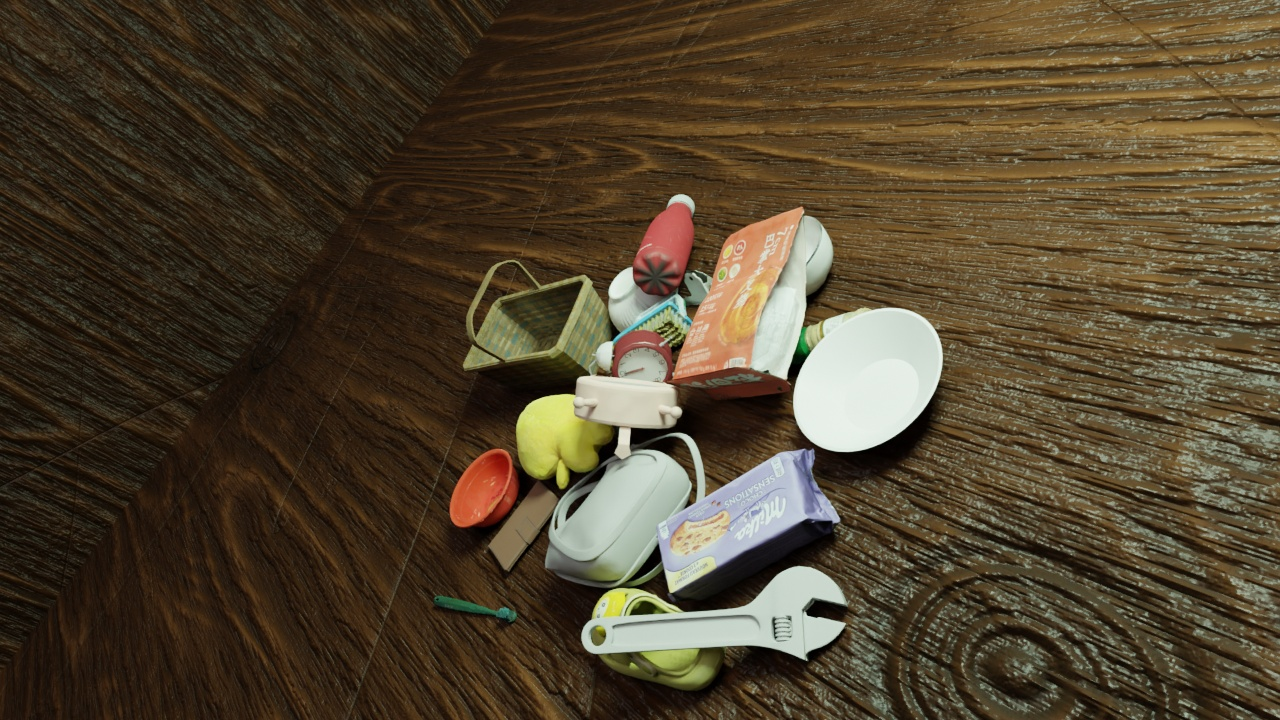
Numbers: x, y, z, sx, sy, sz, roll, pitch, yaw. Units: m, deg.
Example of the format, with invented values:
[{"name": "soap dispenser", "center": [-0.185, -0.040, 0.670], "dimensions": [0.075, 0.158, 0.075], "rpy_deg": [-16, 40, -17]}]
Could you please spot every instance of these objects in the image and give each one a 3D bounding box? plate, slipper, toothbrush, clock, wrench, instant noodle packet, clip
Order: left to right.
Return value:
[{"name": "toothbrush", "center": [-0.232, 0.340, 1.262], "dimensions": [0.190, 0.017, 0.016], "rpy_deg": [-6, 52, 46]}, {"name": "clock", "center": [-0.018, 0.062, 1.164], "dimensions": [0.160, 0.131, 0.086], "rpy_deg": [-96, 12, -80]}, {"name": "clock", "center": [-0.008, 0.008, 1.252], "dimensions": [0.124, 0.087, 0.044], "rpy_deg": [-17, 26, 7]}, {"name": "slipper", "center": [0.004, 0.292, 0.977], "dimensions": [0.191, 0.081, 0.091], "rpy_deg": [4, 63, 48]}, {"name": "clip", "center": [0.088, -0.102, 1.303], "dimensions": [0.102, 0.053, 0.057], "rpy_deg": [0, 94, 50]}, {"name": "wrench", "center": [0.067, 0.256, 0.913], "dimensions": [0.274, 0.018, 0.086], "rpy_deg": [-9, 65, 20]}, {"name": "instant noodle packet", "center": [0.125, -0.072, 1.118], "dimensions": [0.165, 0.084, 0.220], "rpy_deg": [-14, 60, 60]}, {"name": "plate", "center": [0.249, 0.027, 0.983], "dimensions": [0.174, 0.036, 0.173], "rpy_deg": [-29, 42, 29]}]

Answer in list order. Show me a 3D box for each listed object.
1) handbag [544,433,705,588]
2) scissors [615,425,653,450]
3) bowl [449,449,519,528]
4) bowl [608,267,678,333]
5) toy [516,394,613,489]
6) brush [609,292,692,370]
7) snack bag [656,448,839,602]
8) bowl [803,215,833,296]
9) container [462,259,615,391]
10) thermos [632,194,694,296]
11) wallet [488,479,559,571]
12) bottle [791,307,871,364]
[{"name": "handbag", "center": [-0.034, 0.182, 1.145], "dimensions": [0.215, 0.095, 0.223], "rpy_deg": [-50, 22, -20]}, {"name": "scissors", "center": [-0.023, 0.077, 1.276], "dimensions": [0.131, 0.019, 0.149], "rpy_deg": [-12, 49, 42]}, {"name": "bowl", "center": [-0.223, 0.198, 1.366], "dimensions": [0.131, 0.045, 0.130], "rpy_deg": [-31, 38, 27]}, {"name": "bowl", "center": [-0.007, -0.099, 1.391], "dimensions": [0.118, 0.062, 0.117], "rpy_deg": [-31, 37, 27]}, {"name": "toy", "center": [-0.107, 0.107, 1.278], "dimensions": [0.208, 0.092, 0.133], "rpy_deg": [13, 65, 51]}, {"name": "brush", "center": [0.007, -0.037, 1.319], "dimensions": [0.136, 0.055, 0.075], "rpy_deg": [-33, 34, 24]}, {"name": "snack bag", "center": [0.111, 0.181, 0.981], "dimensions": [0.206, 0.058, 0.096], "rpy_deg": [-33, 39, 20]}, {"name": "bowl", "center": [0.198, -0.122, 1.171], "dimensions": [0.114, 0.063, 0.113], "rpy_deg": [-31, 38, 27]}, {"name": "container", "center": [-0.182, -0.056, 1.441], "dimensions": [0.251, 0.186, 0.157], "rpy_deg": [-9, 51, 45]}, {"name": "thermos", "center": [0.044, -0.185, 1.383], "dimensions": [0.073, 0.073, 0.239], "rpy_deg": [-29, 24, 29]}, {"name": "wallet", "center": [-0.164, 0.231, 1.293], "dimensions": [0.121, 0.013, 0.087], "rpy_deg": [-53, 28, -4]}, {"name": "bottle", "center": [0.221, -0.029, 1.072], "dimensions": [0.111, 0.043, 0.043], "rpy_deg": [-19, 44, 37]}]
